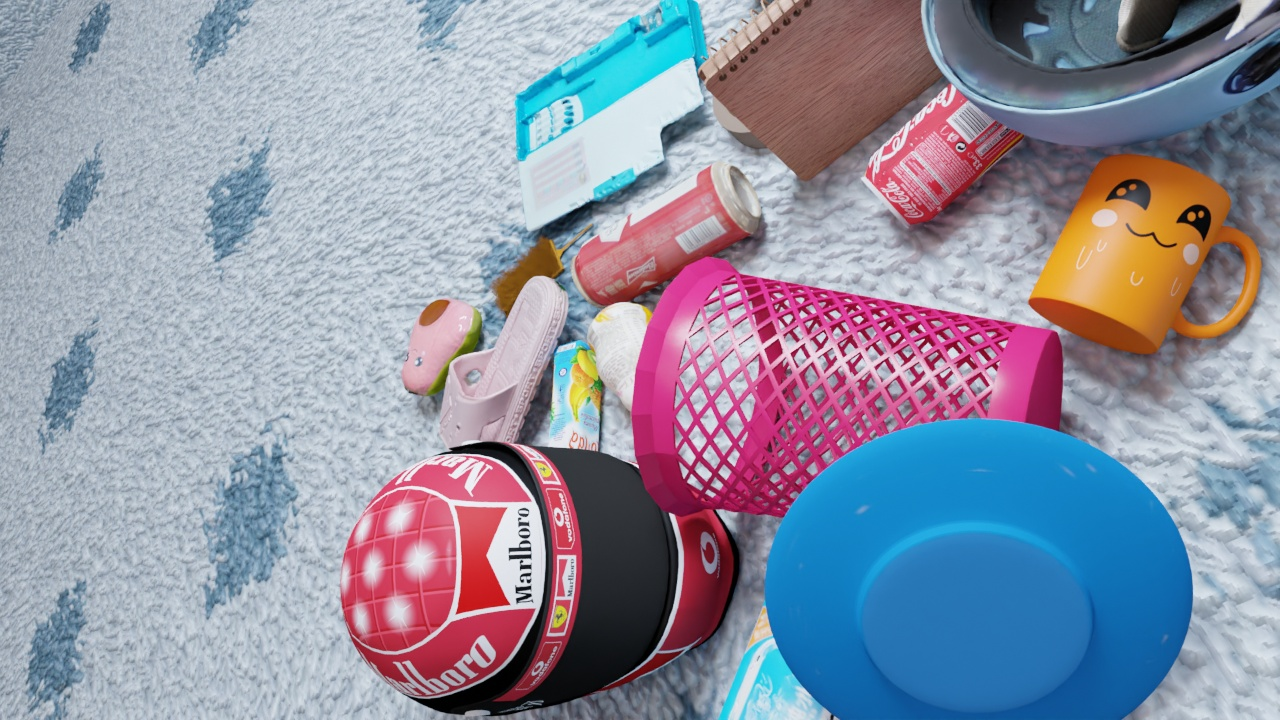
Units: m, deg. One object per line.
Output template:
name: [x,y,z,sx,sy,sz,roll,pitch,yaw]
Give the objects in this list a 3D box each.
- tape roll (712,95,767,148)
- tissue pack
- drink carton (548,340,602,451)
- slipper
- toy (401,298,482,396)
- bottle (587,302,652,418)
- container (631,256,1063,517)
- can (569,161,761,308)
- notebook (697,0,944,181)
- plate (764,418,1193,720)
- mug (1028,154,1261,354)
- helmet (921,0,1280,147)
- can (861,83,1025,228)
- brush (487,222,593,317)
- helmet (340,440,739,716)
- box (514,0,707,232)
tape roll: [0.110,-0.234,0.799,0.094,0.030,0.093,-15,64,34]
tissue pack: [0.106,0.230,0.602,0.093,0.061,0.144,18,84,41]
drink carton: [-0.058,0.048,0.816,0.039,0.044,0.128,-14,63,35]
slipper: [-0.145,0.027,0.856,0.239,0.064,0.094,-64,34,11]
toy: [-0.209,-0.012,0.954,0.090,0.051,0.110,21,88,43]
bottle: [-0.005,0.005,0.778,0.063,0.063,0.108,-36,54,22]
container: [0.138,0.032,0.591,0.226,0.183,0.183,8,78,32]
can: [0.020,-0.106,0.797,0.171,0.067,0.067,-27,58,28]
notebook: [0.162,-0.238,0.666,0.211,0.169,0.022,-37,54,22]
plate: [0.180,0.139,0.501,0.225,0.224,0.024,-37,10,22]
mug: [0.309,-0.056,0.552,0.112,0.077,0.096,27,91,11]
helmet: [0.308,-0.231,0.547,0.266,0.166,0.225,-40,52,13]
can: [0.216,-0.149,0.660,0.105,0.064,0.064,-43,52,18]
brush: [-0.101,-0.098,0.924,0.127,0.017,0.048,-38,53,21]
helmet: [-0.098,0.159,0.683,0.272,0.224,0.197,-18,67,34]
box: [-0.033,-0.242,0.911,0.227,0.039,0.181,-22,61,31]
